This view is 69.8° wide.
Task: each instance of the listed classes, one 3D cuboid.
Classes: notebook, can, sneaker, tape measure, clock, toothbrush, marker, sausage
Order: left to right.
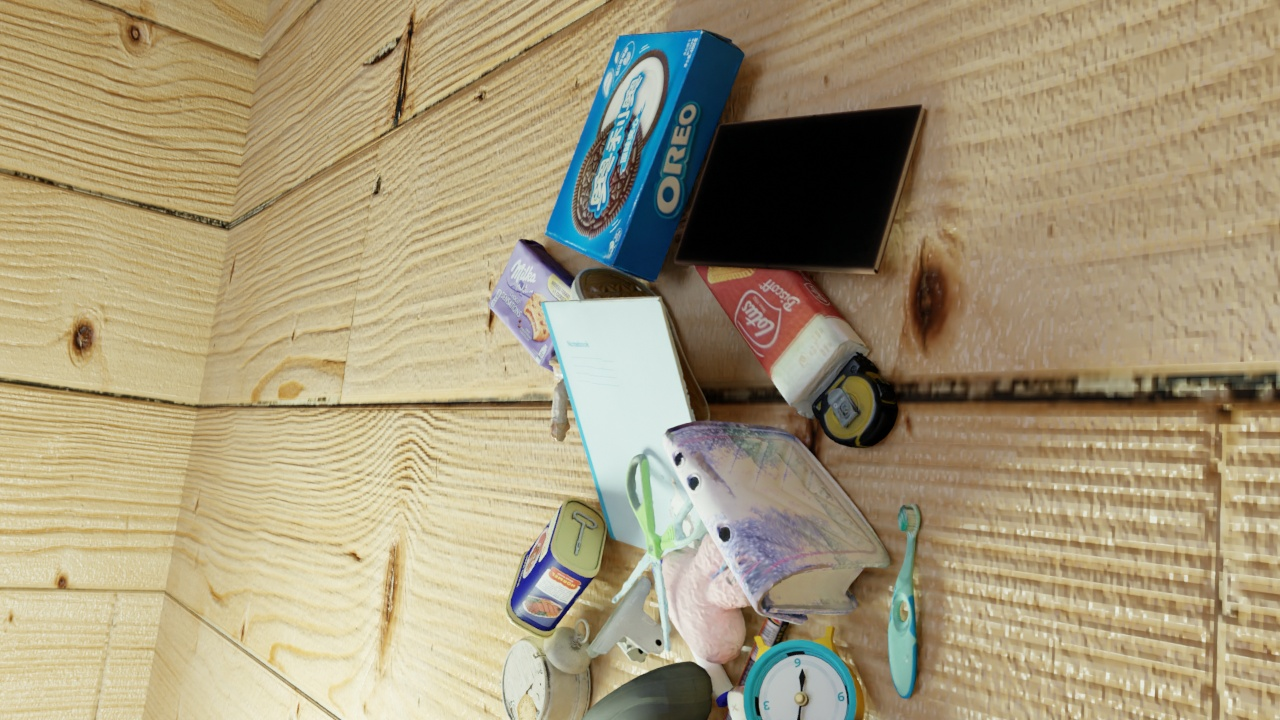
[{"bbox_3d":[-0.094,0.316,0.932,0.157,0.061,0.103,-58,42,27],"label":"clock"},{"bbox_3d":[-0.082,0.205,0.922,0.092,0.056,0.116,-55,10,24],"label":"can"},{"bbox_3d":[-0.007,0.065,0.832,0.181,0.009,0.253,3,113,53],"label":"notebook"},{"bbox_3d":[-0.005,0.005,0.906,0.235,0.087,0.079,61,146,35],"label":"sneaker"},{"bbox_3d":[0.002,0.368,0.755,0.143,0.101,0.238,58,133,45],"label":"sneaker"},{"bbox_3d":[0.046,0.237,0.808,0.020,0.020,0.141,-56,42,26],"label":"marker"},{"bbox_3d":[0.095,0.248,0.742,0.020,0.020,0.155,33,106,51],"label":"sausage"},{"bbox_3d":[0.127,-0.143,0.778,0.209,0.008,0.141,9,77,45],"label":"notebook"},{"bbox_3d":[0.120,0.262,0.667,0.099,0.044,0.129,-15,56,20],"label":"clock"},{"bbox_3d":[0.164,0.036,0.701,0.062,0.034,0.061,-57,44,26],"label":"tape measure"},{"bbox_3d":[0.187,0.169,0.648,0.022,0.017,0.135,-6,75,48],"label":"toothbrush"}]

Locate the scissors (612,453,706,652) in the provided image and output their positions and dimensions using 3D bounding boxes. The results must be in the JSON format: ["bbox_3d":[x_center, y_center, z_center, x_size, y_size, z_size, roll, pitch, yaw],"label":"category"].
[{"bbox_3d":[0.014,0.159,0.782,0.173,0.023,0.171,-32,62,47],"label":"scissors"}]

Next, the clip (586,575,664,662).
[{"bbox_3d":[-0.002,0.247,0.842,0.055,0.101,0.046,44,131,0],"label":"clip"}]

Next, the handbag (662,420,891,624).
[{"bbox_3d":[0.094,0.118,0.692,0.069,0.126,0.158,-59,42,26],"label":"handbag"}]

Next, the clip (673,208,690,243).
[{"bbox_3d":[0.052,-0.133,0.908,0.052,0.059,0.026,85,175,-61],"label":"clip"}]

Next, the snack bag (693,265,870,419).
[{"bbox_3d":[0.109,-0.056,0.795,0.078,0.041,0.225,-53,42,25],"label":"snack bag"}]

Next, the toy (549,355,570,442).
[{"bbox_3d":[-0.067,0.029,0.951,0.074,0.085,0.106,-45,59,38],"label":"toy"}]

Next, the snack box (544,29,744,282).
[{"bbox_3d":[-0.004,-0.216,0.945,0.195,0.056,0.239,33,104,59],"label":"snack box"}]

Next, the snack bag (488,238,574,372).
[{"bbox_3d":[-0.110,-0.065,1.066,0.096,0.058,0.205,-63,37,14],"label":"snack bag"}]

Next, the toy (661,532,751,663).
[{"bbox_3d":[0.059,0.193,0.769,0.105,0.053,0.108,-61,42,36],"label":"toy"}]

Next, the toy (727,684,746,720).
[{"bbox_3d":[0.094,0.318,0.710,0.079,0.038,0.122,6,90,41],"label":"toy"}]
